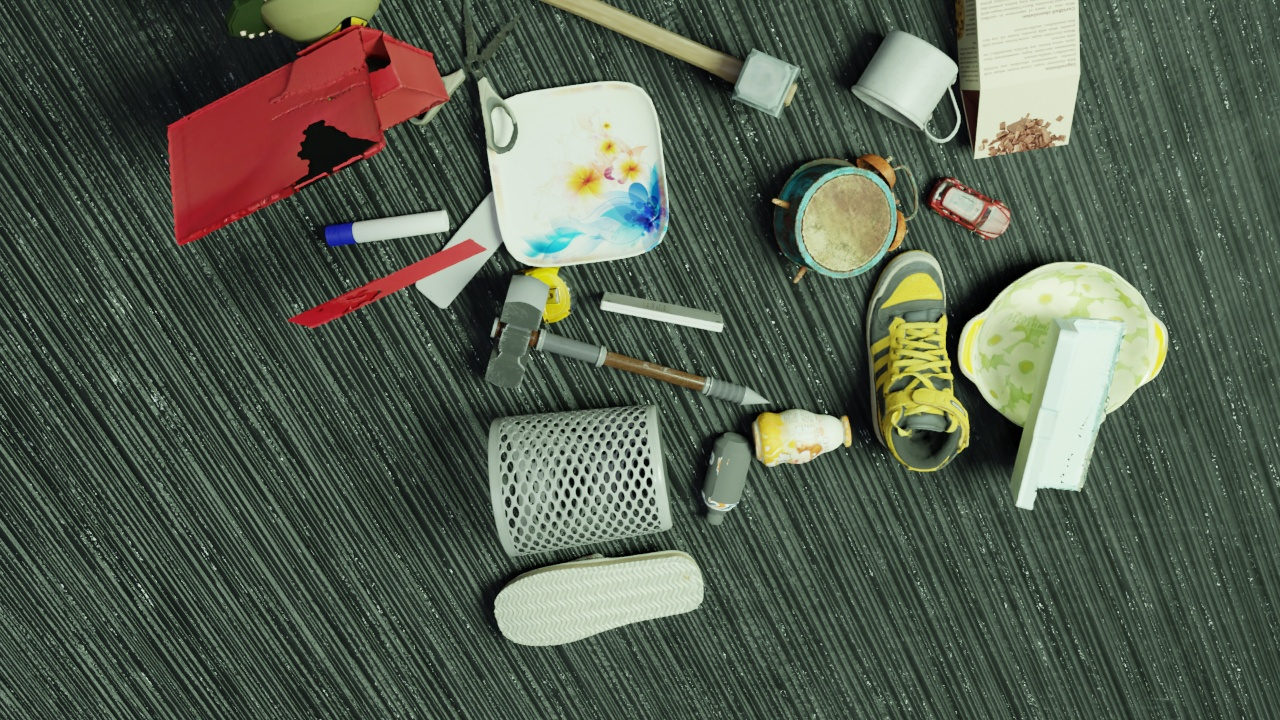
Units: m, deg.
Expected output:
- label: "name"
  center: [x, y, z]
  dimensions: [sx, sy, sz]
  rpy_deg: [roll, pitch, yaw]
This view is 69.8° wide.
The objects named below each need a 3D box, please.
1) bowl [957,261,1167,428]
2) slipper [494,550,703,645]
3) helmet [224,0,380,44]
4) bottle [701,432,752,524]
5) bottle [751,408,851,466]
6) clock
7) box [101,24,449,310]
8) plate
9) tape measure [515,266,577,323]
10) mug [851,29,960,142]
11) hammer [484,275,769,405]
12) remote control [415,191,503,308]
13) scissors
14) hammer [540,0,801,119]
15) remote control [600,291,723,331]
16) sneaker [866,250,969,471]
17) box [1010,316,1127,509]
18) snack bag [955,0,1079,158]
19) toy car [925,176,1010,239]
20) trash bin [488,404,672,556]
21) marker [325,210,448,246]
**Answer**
- label: "bowl"
  center: [0.452, -0.020, 1.007]
  dimensions: [0.219, 0.060, 0.188]
  rpy_deg: [1, 107, 1]
- label: "slipper"
  center: [-0.050, 0.288, 1.130]
  dimensions: [0.263, 0.052, 0.115]
  rpy_deg: [-14, 108, 11]
- label: "helmet"
  center: [-0.285, -0.418, 0.807]
  dimensions: [0.233, 0.255, 0.250]
  rpy_deg: [-21, 104, 12]
- label: "bottle"
  center: [0.099, 0.141, 1.079]
  dimensions: [0.047, 0.047, 0.112]
  rpy_deg: [12, 107, -1]
- label: "bottle"
  center: [0.184, 0.086, 1.050]
  dimensions: [0.109, 0.063, 0.063]
  rpy_deg: [-8, 106, 5]
- label: "clock"
  center: [0.219, -0.156, 0.971]
  dimensions: [0.157, 0.073, 0.121]
  rpy_deg: [-22, 110, -7]
- label: "box"
  center: [-0.318, -0.207, 0.820]
  dimensions: [0.212, 0.377, 0.124]
  rpy_deg: [-21, 116, 11]
- label: "plate"
  center: [-0.067, -0.200, 0.993]
  dimensions: [0.187, 0.016, 0.187]
  rpy_deg: [-6, 101, 5]
- label: "tape measure"
  center: [-0.104, -0.075, 1.028]
  dimensions: [0.064, 0.037, 0.065]
  rpy_deg: [-7, 106, 5]
- label: "mug"
  center: [0.278, -0.273, 0.922]
  dimensions: [0.113, 0.084, 0.070]
  rpy_deg: [33, 104, 9]
- label: "hammer"
  center: [-0.008, 0.006, 1.029]
  dimensions: [0.322, 0.043, 0.156]
  rpy_deg: [15, 135, -8]
- label: "remote control"
  center: [-0.194, -0.124, 1.033]
  dimensions: [0.045, 0.008, 0.147]
  rpy_deg: [41, 104, -9]
- label: "scissors"
  center: [-0.182, -0.294, 0.970]
  dimensions: [0.158, 0.012, 0.170]
  rpy_deg: [-18, 93, 14]
- label: "hammer"
  center: [0.005, -0.330, 0.921]
  dimensions: [0.323, 0.117, 0.051]
  rpy_deg: [25, 106, 4]
- label: "remote control"
  center: [0.024, -0.054, 1.021]
  dimensions: [0.136, 0.050, 0.011]
  rpy_deg: [11, 107, -1]
- label: "sneaker"
  center: [0.299, 0.008, 0.991]
  dimensions: [0.086, 0.122, 0.239]
  rpy_deg: [-4, 108, 2]
- label: "box"
  center: [0.447, 0.055, 0.963]
  dimensions: [0.122, 0.078, 0.198]
  rpy_deg: [-1, 110, -17]
- label: "snack bag"
  center: [0.375, -0.313, 0.915]
  dimensions: [0.094, 0.069, 0.206]
  rpy_deg: [-8, 106, 5]
- label: "toy car"
  center: [0.353, -0.163, 0.982]
  dimensions: [0.091, 0.036, 0.042]
  rpy_deg: [25, 105, -11]
- label: "trash bin"
  center: [-0.062, 0.130, 1.030]
  dimensions: [0.183, 0.156, 0.156]
  rpy_deg: [-8, 106, 2]
- label: "marker"
  center: [-0.281, -0.147, 1.021]
  dimensions: [0.133, 0.027, 0.023]
  rpy_deg: [-7, 106, 3]
